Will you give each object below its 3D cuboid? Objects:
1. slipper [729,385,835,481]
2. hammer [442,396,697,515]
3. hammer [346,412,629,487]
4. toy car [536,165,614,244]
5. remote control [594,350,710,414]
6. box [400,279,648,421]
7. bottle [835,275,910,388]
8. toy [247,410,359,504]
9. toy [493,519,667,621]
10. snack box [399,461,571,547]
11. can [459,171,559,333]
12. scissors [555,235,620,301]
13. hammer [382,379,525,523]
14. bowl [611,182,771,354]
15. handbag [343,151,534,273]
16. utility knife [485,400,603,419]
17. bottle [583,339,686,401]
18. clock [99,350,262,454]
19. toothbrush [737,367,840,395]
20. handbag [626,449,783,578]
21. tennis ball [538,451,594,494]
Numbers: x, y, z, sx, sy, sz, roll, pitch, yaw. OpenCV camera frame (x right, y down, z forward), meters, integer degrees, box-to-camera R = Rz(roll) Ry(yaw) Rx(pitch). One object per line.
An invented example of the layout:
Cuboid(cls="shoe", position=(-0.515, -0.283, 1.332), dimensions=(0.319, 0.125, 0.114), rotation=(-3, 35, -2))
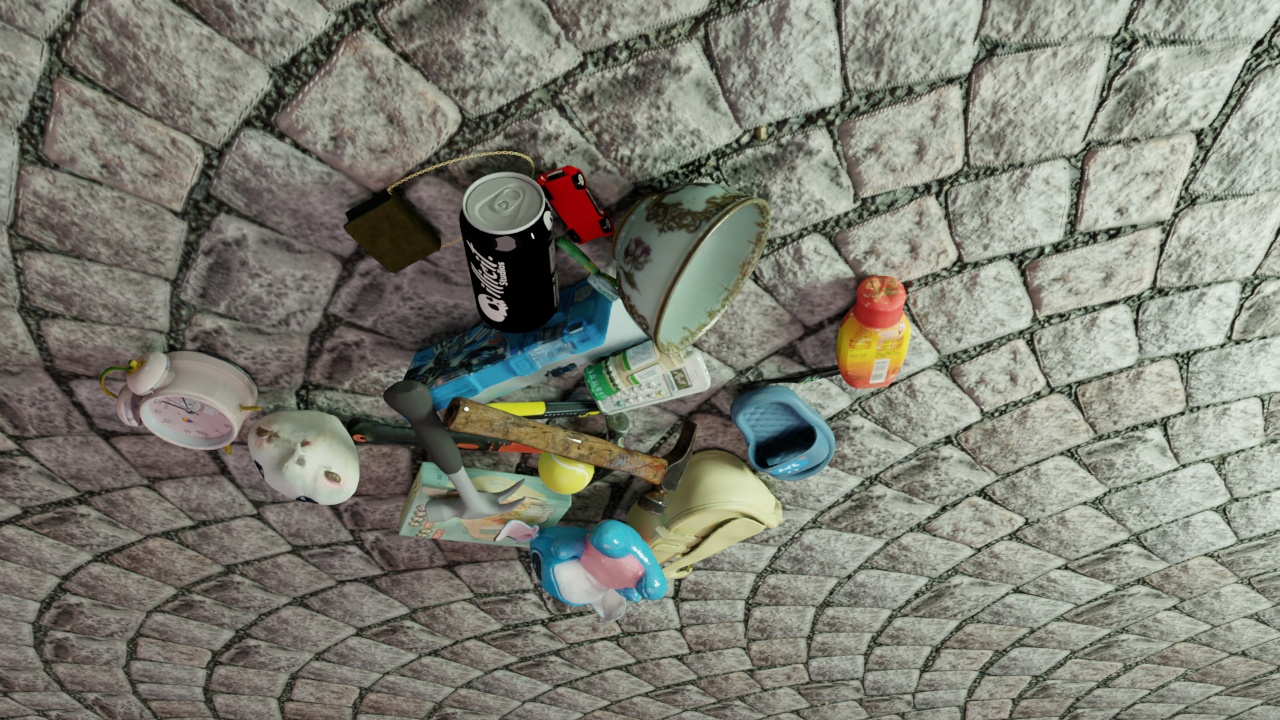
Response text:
Cuboid(cls="slipper", position=(0.172, 0.095, 1.085), dimensions=(0.104, 0.059, 0.214), rotation=(-18, 143, 15))
Cuboid(cls="hammer", position=(-0.067, 0.086, 1.000), dimensions=(0.330, 0.033, 0.120), rotation=(22, 94, -42))
Cuboid(cls="hammer", position=(-0.187, 0.098, 1.113), dimensions=(0.333, 0.033, 0.133), rotation=(6, 140, -7))
Cuboid(cls="toy car", position=(-0.057, -0.141, 0.833), dimensions=(0.038, 0.025, 0.089), rotation=(-14, 137, 20))
Cuboid(cls="remote control", position=(0.010, 0.024, 1.029), dimensions=(0.133, 0.022, 0.050), rotation=(-15, 118, 16))
Cuboid(cls="box", position=(-0.120, 0.008, 0.962), dimensions=(0.244, 0.113, 0.114), rotation=(-21, 123, 22))
Cuboid(cls="bottle", position=(0.243, -0.029, 0.955), dimensions=(0.071, 0.048, 0.134), rotation=(-3, 140, 2))
Cuboid(cls="toy", position=(-0.393, 0.120, 1.084), dimensions=(0.139, 0.101, 0.180), rotation=(33, 153, -1))
Cuboid(cls="toy", position=(-0.071, 0.254, 1.178), dimensions=(0.192, 0.098, 0.224), rotation=(-19, 127, 43))
Cuboid(cls="snack box", position=(-0.204, 0.191, 1.196), dimensions=(0.193, 0.044, 0.142), rotation=(10, 143, -21))
Cuboid(cls="can", position=(-0.117, -0.094, 0.834), dimensions=(0.080, 0.080, 0.146), rotation=(0, 146, -1))
Cuboid(cls="scissors", position=(-0.028, -0.070, 0.863), dimensions=(0.012, 0.112, 0.131), rotation=(-45, 128, 10))
Cuboid(cls="hammer", position=(-0.206, 0.104, 0.994), dimensions=(0.125, 0.029, 0.311), rotation=(-7, 149, 1))
Cuboid(cls="bowl", position=(0.032, -0.097, 0.820), dimensions=(0.094, 0.159, 0.160), rotation=(37, 143, 19))
Cuboid(cls="handbag", position=(-0.177, -0.144, 0.834), dimensions=(0.178, 0.027, 0.084), rotation=(-23, 137, 17))
Cuboid(cls="utility knife", position=(-0.095, 0.057, 1.058), dimensions=(0.174, 0.020, 0.029), rotation=(-3, 160, -14))
Cuboid(cls="bottle", position=(-0.006, 0.006, 0.989), dimensions=(0.110, 0.042, 0.043), rotation=(-24, 136, 13))
Cuboid(cls="clock", position=(-0.509, 0.041, 1.012), dimensions=(0.158, 0.058, 0.117), rotation=(25, 133, -27))
Cuboid(cls="toothbrush", position=(0.203, 0.018, 1.037), dimensions=(0.188, 0.017, 0.014), rotation=(-12, 148, 11))
Cuboid(cls="handbag", position=(0.074, 0.223, 1.223), dimensions=(0.190, 0.088, 0.233), rotation=(28, 132, -34))
Cuboid(cls="tennis ball", position=(-0.086, 0.123, 1.067), dimensions=(0.065, 0.065, 0.065), rotation=(-1, 140, -1))
